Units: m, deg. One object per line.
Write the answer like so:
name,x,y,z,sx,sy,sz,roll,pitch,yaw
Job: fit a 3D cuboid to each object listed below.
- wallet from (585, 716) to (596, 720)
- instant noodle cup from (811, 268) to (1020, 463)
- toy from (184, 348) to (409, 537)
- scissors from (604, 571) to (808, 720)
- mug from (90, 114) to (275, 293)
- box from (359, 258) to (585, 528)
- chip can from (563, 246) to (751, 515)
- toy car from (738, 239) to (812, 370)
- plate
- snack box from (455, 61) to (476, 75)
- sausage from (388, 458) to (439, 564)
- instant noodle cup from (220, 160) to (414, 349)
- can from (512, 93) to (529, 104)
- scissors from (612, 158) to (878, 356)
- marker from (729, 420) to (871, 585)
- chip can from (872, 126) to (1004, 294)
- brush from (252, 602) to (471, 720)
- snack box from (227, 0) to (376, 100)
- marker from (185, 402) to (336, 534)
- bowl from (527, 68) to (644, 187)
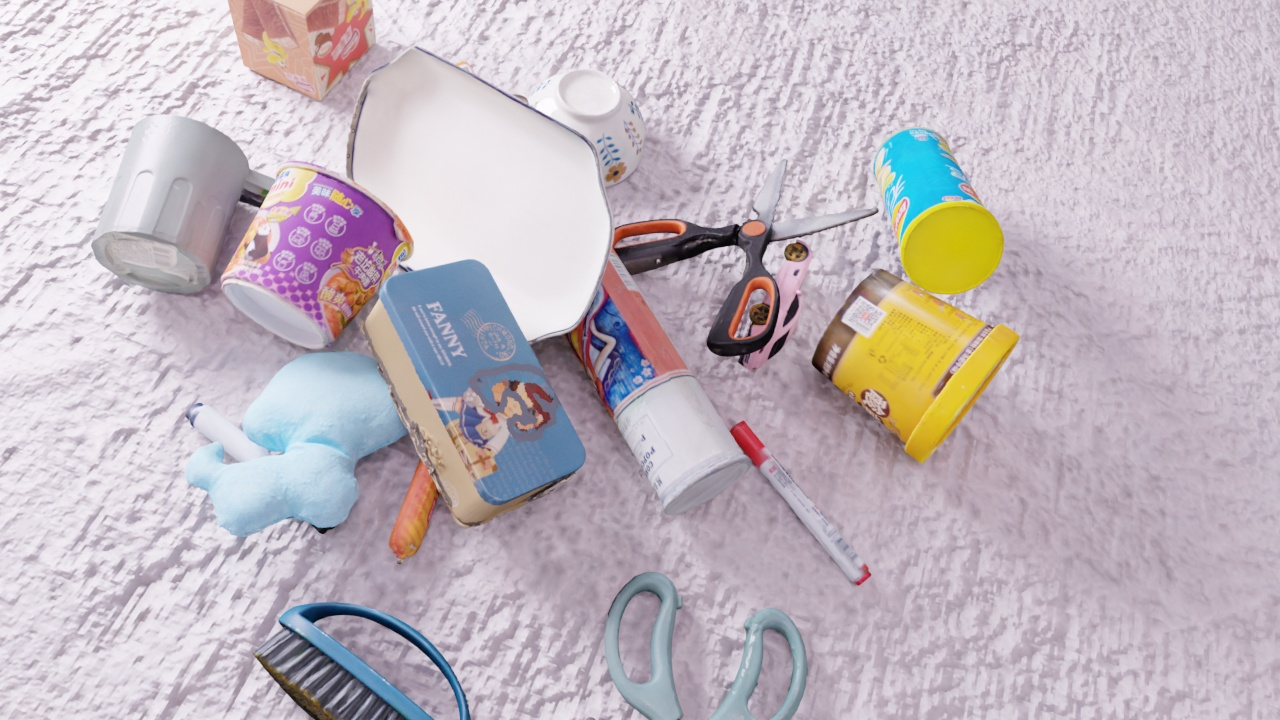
wallet,-0.024,0.291,0.541,0.096,0.020,0.122,35,59,3
instant noodle cup,0.204,-0.002,0.699,0.114,0.119,0.118,38,60,19
toy,-0.217,0.046,0.617,0.161,0.050,0.156,-5,51,-22
scissors,0.023,0.210,0.588,0.172,0.019,0.176,35,55,9
mug,-0.325,-0.106,0.678,0.124,0.084,0.103,21,57,-29
box,-0.118,0.015,0.625,0.089,0.062,0.184,-23,81,-42
chip can,-0.004,0.004,0.676,0.071,0.071,0.214,-22,67,-22
toy car,0.112,-0.044,0.735,0.037,0.056,0.122,26,59,8
plate,-0.119,-0.123,0.677,0.266,0.162,0.034,32,25,25
snack box,-0.137,-0.169,0.752,0.075,0.026,0.153,-30,82,-22
sausage,-0.142,0.065,0.643,0.021,0.021,0.164,16,60,-2
instant noodle cup,-0.235,-0.070,0.654,0.111,0.112,0.099,25,65,3
can,-0.086,-0.142,0.710,0.058,0.059,0.116,-24,80,-22
scissors,0.075,-0.089,0.735,0.221,0.022,0.233,3,49,15
marker,0.116,0.104,0.675,0.017,0.017,0.145,-31,71,-25
chip can,0.235,-0.129,0.745,0.071,0.071,0.209,16,30,-2
brush,-0.157,0.193,0.548,0.144,0.055,0.073,35,62,10
snack box,-0.284,-0.295,0.776,0.077,0.095,0.092,25,59,3
marker,-0.255,0.072,0.620,0.131,0.018,0.022,34,70,8
bowl,-0.048,-0.211,0.795,0.113,0.062,0.113,6,60,-10
